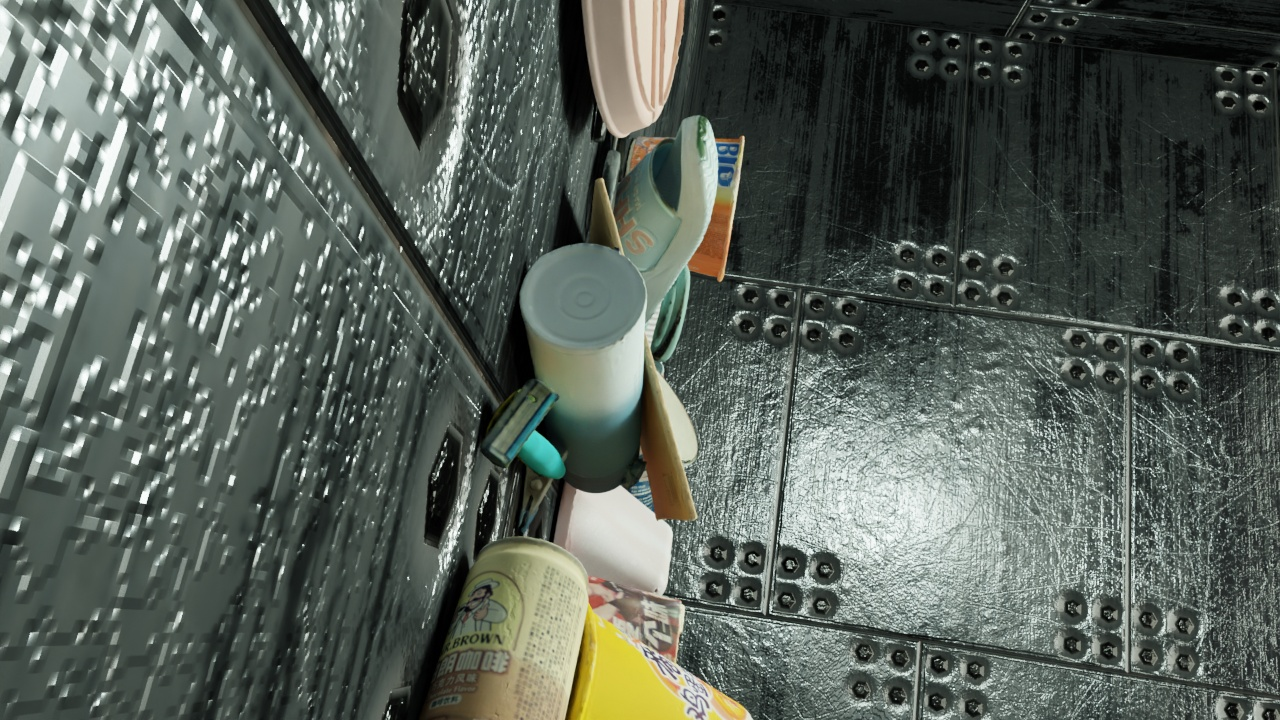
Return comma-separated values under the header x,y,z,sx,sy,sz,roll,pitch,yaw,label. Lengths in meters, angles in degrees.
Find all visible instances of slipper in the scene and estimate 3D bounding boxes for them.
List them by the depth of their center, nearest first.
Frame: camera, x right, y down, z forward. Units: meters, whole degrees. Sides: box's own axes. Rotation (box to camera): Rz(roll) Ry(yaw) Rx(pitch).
x,y,z,sx,sy,sz,roll,pitch,yaw,label
0.001,-0.111,0.780,0.246,0.074,0.103,120,-20,-51,slipper

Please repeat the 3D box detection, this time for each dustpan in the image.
x,y,z,sx,sy,sz,roll,pitch,yaw,label
-0.070,0.197,0.831,0.273,0.139,0.222,-54,-179,4,dustpan

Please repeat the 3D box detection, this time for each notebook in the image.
x,y,z,sx,sy,sz,roll,pitch,yaw,label
-0.004,0.004,0.609,0.149,0.012,0.211,118,-42,-80,notebook

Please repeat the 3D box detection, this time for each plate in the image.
x,y,z,sx,sy,sz,roll,pitch,yaw,label
0.002,-0.249,0.542,0.229,0.028,0.229,6,89,-80,plate

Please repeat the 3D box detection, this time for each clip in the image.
x,y,z,sx,sy,sz,roll,pitch,yaw,label
-0.064,0.076,0.553,0.024,0.027,0.056,-56,166,-77,clip

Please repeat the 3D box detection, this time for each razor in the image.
x,y,z,sx,sy,sz,roll,pitch,yaw,label
-0.056,0.044,0.477,0.043,0.028,0.133,-57,168,-12,razor

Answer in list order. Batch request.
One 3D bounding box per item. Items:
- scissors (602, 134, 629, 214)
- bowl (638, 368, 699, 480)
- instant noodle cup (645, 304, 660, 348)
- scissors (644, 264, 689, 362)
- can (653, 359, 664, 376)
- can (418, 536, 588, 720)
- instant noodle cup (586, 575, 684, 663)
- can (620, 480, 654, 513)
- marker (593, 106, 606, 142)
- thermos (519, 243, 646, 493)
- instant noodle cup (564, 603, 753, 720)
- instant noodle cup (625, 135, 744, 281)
x,y,z,sx,sy,sz,roll,pitch,yaw,label
-0.016,-0.175,0.677,0.181,0.014,0.159,100,-1,-72,scissors
-0.013,0.050,0.745,0.066,0.116,0.116,-37,-166,19,bowl
-0.004,-0.021,1.002,0.138,0.060,0.173,-30,126,-86,instant noodle cup
0.016,-0.063,0.860,0.181,0.019,0.170,133,-32,-61,scissors
-0.014,0.045,0.906,0.066,0.066,0.094,-76,173,-61,can
-0.059,0.137,0.390,0.116,0.058,0.059,-78,175,-49,can
-0.032,0.198,0.585,0.138,0.108,0.138,11,87,-87,instant noodle cup
-0.019,0.137,0.975,0.075,0.075,0.111,-73,171,-69,can
-0.020,-0.211,0.626,0.018,0.015,0.124,-65,166,-76,marker
-0.028,0.019,0.548,0.221,0.070,0.070,90,9,-62,thermos
-0.014,0.202,0.455,0.138,0.109,0.137,-54,-164,24,instant noodle cup
0.041,-0.163,0.946,0.151,0.111,0.151,12,87,-87,instant noodle cup
